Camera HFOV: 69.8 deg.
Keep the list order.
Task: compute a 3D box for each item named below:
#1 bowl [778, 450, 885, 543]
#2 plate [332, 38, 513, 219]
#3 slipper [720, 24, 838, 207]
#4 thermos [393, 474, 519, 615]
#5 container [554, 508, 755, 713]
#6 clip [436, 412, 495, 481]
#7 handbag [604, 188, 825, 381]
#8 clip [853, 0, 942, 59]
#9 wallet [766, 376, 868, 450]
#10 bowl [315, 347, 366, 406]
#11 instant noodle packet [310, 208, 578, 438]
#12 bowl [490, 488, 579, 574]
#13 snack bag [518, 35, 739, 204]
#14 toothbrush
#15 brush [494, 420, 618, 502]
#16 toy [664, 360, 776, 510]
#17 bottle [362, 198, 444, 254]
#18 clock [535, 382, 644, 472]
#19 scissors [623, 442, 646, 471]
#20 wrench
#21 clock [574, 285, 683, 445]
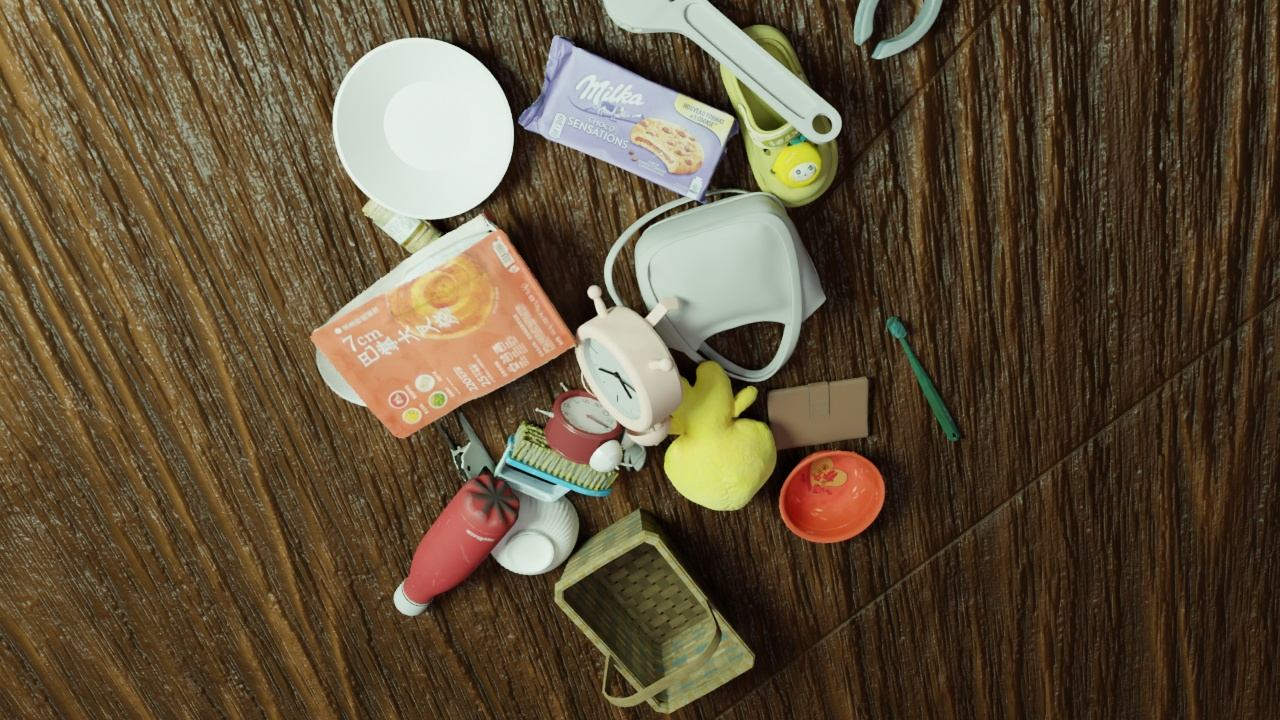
[{"bbox_3d":[0.231,0.159,1.130,0.130,0.045,0.131,-2,114,-4],"label":"bowl"},{"bbox_3d":[-0.215,-0.232,0.921,0.174,0.036,0.174,-2,112,-5],"label":"plate"},{"bbox_3d":[0.145,-0.243,0.924,0.092,0.081,0.190,-25,111,4],"label":"slipper"},{"bbox_3d":[-0.230,0.232,1.099,0.073,0.073,0.241,30,123,-16],"label":"thermos"},{"bbox_3d":[0.020,0.324,1.111,0.158,0.186,0.250,-33,113,10],"label":"container"},{"bbox_3d":[-0.201,0.114,1.080,0.057,0.054,0.102,-41,117,-26],"label":"clip"},{"bbox_3d":[0.090,-0.065,1.010,0.216,0.095,0.223,-15,125,14],"label":"handbag"},{"bbox_3d":[0.263,-0.382,0.897,0.106,0.027,0.163,36,106,-20],"label":"clip"},{"bbox_3d":[0.214,0.064,1.104,0.121,0.013,0.087,-8,119,-1],"label":"wallet"},{"bbox_3d":[-0.290,-0.012,1.003,0.113,0.063,0.113,-2,114,-4],"label":"bowl"},{"bbox_3d":[-0.201,-0.026,0.950,0.221,0.084,0.164,-34,127,-4],"label":"instant noodle packet"},{"bbox_3d":[-0.134,0.217,1.120,0.118,0.062,0.118,-2,115,-4],"label":"bowl"},{"bbox_3d":[-0.010,-0.241,0.925,0.205,0.058,0.096,22,108,-11],"label":"snack bag"},{"bbox_3d":[0.339,0.025,1.093,0.016,0.017,0.190,-31,113,9],"label":"toothbrush"},{"bbox_3d":[-0.097,0.133,1.088,0.136,0.055,0.075,24,113,-15],"label":"brush"},{"bbox_3d":[0.086,0.095,1.065,0.134,0.092,0.208,-18,111,6],"label":"toy"},{"bbox_3d":[-0.237,-0.134,0.963,0.111,0.043,0.043,42,105,-19],"label":"bottle"},{"bbox_3d":[-0.054,0.080,1.043,0.124,0.086,0.044,28,125,8],"label":"clock"},{"bbox_3d":[0.005,0.061,1.084,0.150,0.019,0.131,-36,111,11],"label":"scissors"},{"bbox_3d":[0.077,-0.295,0.881,0.273,0.018,0.086,41,89,0],"label":"wrench"},{"bbox_3d":[-0.006,0.006,0.985,0.086,0.131,0.161,-29,150,-29],"label":"clock"}]
